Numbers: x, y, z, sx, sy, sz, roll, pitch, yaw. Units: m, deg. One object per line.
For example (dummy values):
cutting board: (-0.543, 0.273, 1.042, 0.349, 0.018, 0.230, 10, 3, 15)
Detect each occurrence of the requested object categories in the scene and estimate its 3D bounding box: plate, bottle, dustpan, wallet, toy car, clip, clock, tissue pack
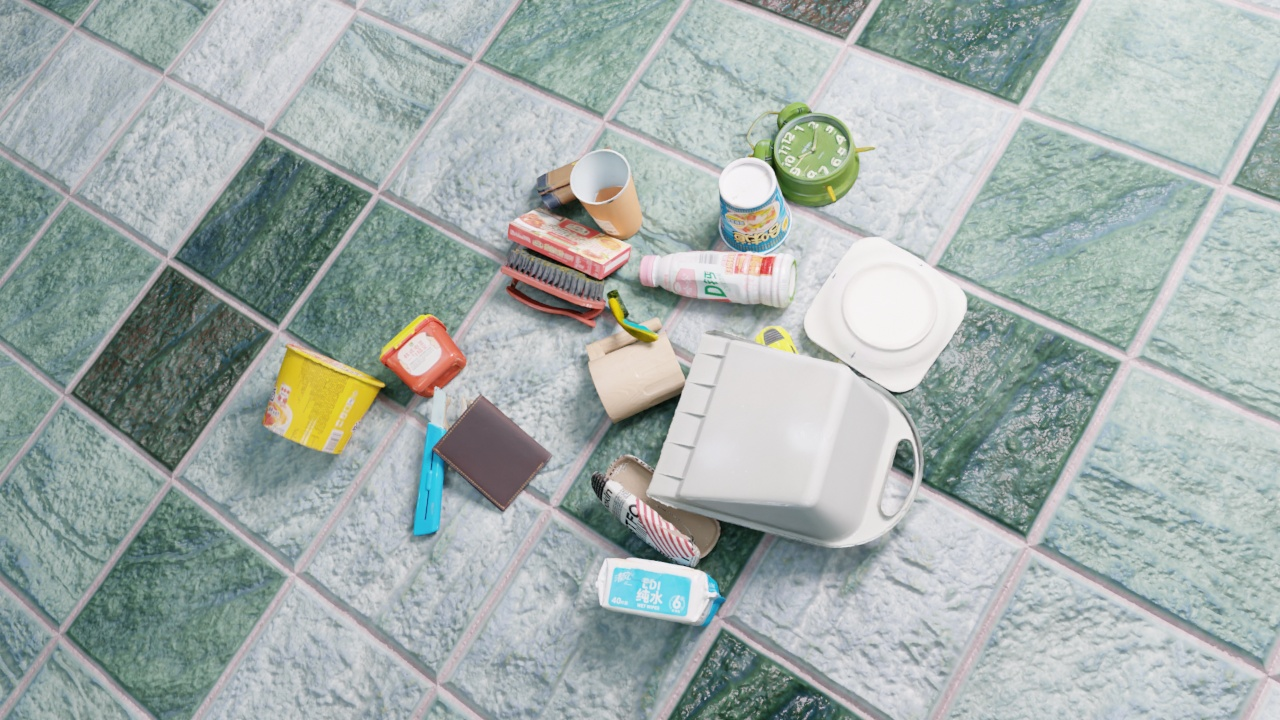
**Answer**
plate: (0.298, -0.061, 1.108, 0.164, 0.034, 0.163, 34, 81, 11)
bottle: (0.097, -0.107, 1.169, 0.197, 0.068, 0.068, 5, 72, 19)
dustpan: (0.178, 0.101, 1.059, 0.258, 0.142, 0.222, 6, 68, 40)
wallet: (-0.188, 0.117, 1.160, 0.122, 0.020, 0.096, 41, 88, 0)
toy car: (0.176, 0.005, 1.128, 0.048, 0.032, 0.105, -24, 69, 3)
wallet: (-0.085, -0.251, 1.261, 0.115, 0.033, 0.090, -22, 33, 4)
clip: (-0.261, 0.089, 1.202, 0.083, 0.034, 0.104, 24, 86, 15)
clock: (0.213, -0.274, 1.202, 0.161, 0.056, 0.116, 33, 80, 21)
tissue pack: (0.022, 0.262, 1.044, 0.140, 0.090, 0.063, 5, 73, 15)

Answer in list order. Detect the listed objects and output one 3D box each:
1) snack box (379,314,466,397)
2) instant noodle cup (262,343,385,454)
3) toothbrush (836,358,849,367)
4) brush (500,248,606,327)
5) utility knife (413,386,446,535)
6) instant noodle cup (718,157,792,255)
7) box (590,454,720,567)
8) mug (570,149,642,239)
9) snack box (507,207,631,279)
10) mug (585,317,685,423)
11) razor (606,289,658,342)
snack box: (-0.285, -0.004, 1.215, 0.091, 0.082, 0.080, -42, 77, -3)
instant noodle cup: (-0.421, 0.053, 1.202, 0.138, 0.138, 0.109, 23, 86, 19)
toothbrush: (0.269, -0.056, 1.138, 0.016, 0.018, 0.191, 14, 78, 19)
brush: (-0.111, -0.095, 1.219, 0.146, 0.063, 0.069, 24, 109, 18)
utility knife: (-0.266, 0.129, 1.174, 0.034, 0.018, 0.191, 3, 85, 16)
instant noodle cup: (0.141, -0.199, 1.165, 0.099, 0.110, 0.099, -4, 70, 11)
box: (0.021, 0.174, 1.093, 0.163, 0.076, 0.087, 32, 55, 21)
mug: (-0.038, -0.210, 1.203, 0.078, 0.123, 0.078, -4, 69, 12)
snack box: (-0.096, -0.159, 1.229, 0.153, 0.026, 0.075, 25, 37, 20)
mug: (-0.007, 0.007, 1.151, 0.103, 0.084, 0.124, -23, 46, 3)
razor: (-0.010, -0.048, 1.148, 0.028, 0.043, 0.132, -29, 31, -10)
